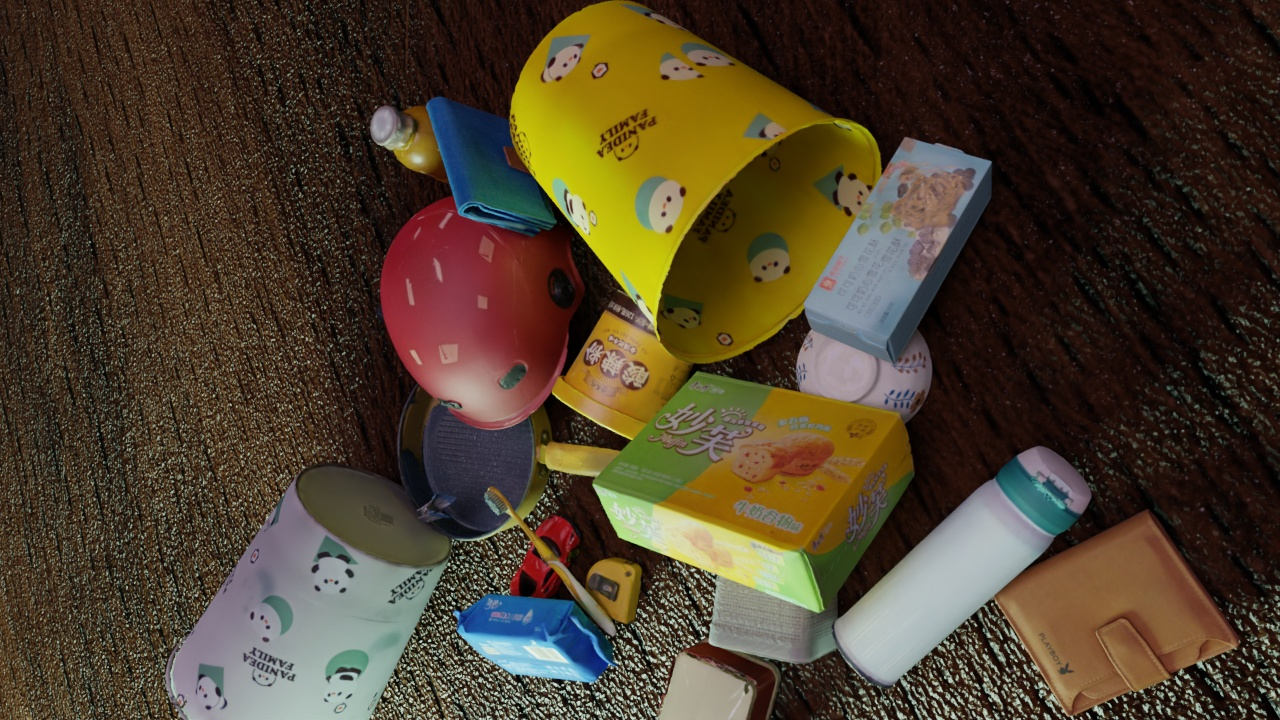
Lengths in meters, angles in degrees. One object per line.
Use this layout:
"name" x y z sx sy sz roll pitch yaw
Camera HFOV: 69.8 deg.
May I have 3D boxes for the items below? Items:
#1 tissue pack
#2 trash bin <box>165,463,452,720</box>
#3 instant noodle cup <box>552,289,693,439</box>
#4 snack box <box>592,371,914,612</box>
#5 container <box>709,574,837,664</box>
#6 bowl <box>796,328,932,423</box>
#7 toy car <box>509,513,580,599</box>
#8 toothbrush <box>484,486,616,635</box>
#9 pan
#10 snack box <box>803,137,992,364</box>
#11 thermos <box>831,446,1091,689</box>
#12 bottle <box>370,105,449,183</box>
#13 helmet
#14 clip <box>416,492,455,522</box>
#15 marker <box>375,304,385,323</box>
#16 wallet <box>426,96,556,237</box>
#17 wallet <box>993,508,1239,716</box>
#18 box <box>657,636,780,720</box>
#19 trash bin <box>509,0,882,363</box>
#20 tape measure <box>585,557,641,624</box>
"tissue pack" -0.106 0.274 0.917 0.157 0.095 0.052 -6 45 31
"trash bin" -0.346 0.265 0.998 0.229 0.229 0.252 37 102 28
"instant noodle cup" -0.005 0.005 0.856 0.118 0.118 0.114 30 95 29
"snack box" 0.090 0.096 0.745 0.210 0.157 0.070 12 135 41
"container" 0.118 0.187 0.785 0.090 0.090 0.114 2 86 31
"bowl" 0.179 0.007 0.769 0.114 0.062 0.113 -3 85 32
"toy car" -0.099 0.210 0.951 0.049 0.031 0.106 34 103 27
"toothbrush" -0.090 0.198 0.903 0.191 0.018 0.016 48 134 8
"pan" -0.124 0.094 0.943 0.358 0.078 0.197 0 88 32
"snack box" 0.206 -0.089 0.727 0.074 0.051 0.174 27 78 29
"thermos" 0.248 0.159 0.714 0.073 0.073 0.225 49 113 24
"bottle" -0.188 -0.213 0.930 0.068 0.189 0.068 -3 85 33
"helmet" -0.173 -0.063 0.913 0.207 0.144 0.239 -21 59 25
"clip" -0.220 0.160 0.976 0.058 0.027 0.045 -34 48 46
"marker" -0.264 -0.032 1.071 0.131 0.018 0.023 30 112 30
"wallet" -0.139 -0.182 0.861 0.040 0.106 0.133 -39 58 34
"wallet" 0.345 0.187 0.677 0.132 0.031 0.107 -37 68 26
"box" 0.052 0.341 0.807 0.091 0.080 0.168 16 92 28
"trash bin" 0.032 -0.165 0.784 0.255 0.229 0.230 48 111 30
"tape measure" -0.028 0.225 0.907 0.057 0.028 0.060 12 94 32
